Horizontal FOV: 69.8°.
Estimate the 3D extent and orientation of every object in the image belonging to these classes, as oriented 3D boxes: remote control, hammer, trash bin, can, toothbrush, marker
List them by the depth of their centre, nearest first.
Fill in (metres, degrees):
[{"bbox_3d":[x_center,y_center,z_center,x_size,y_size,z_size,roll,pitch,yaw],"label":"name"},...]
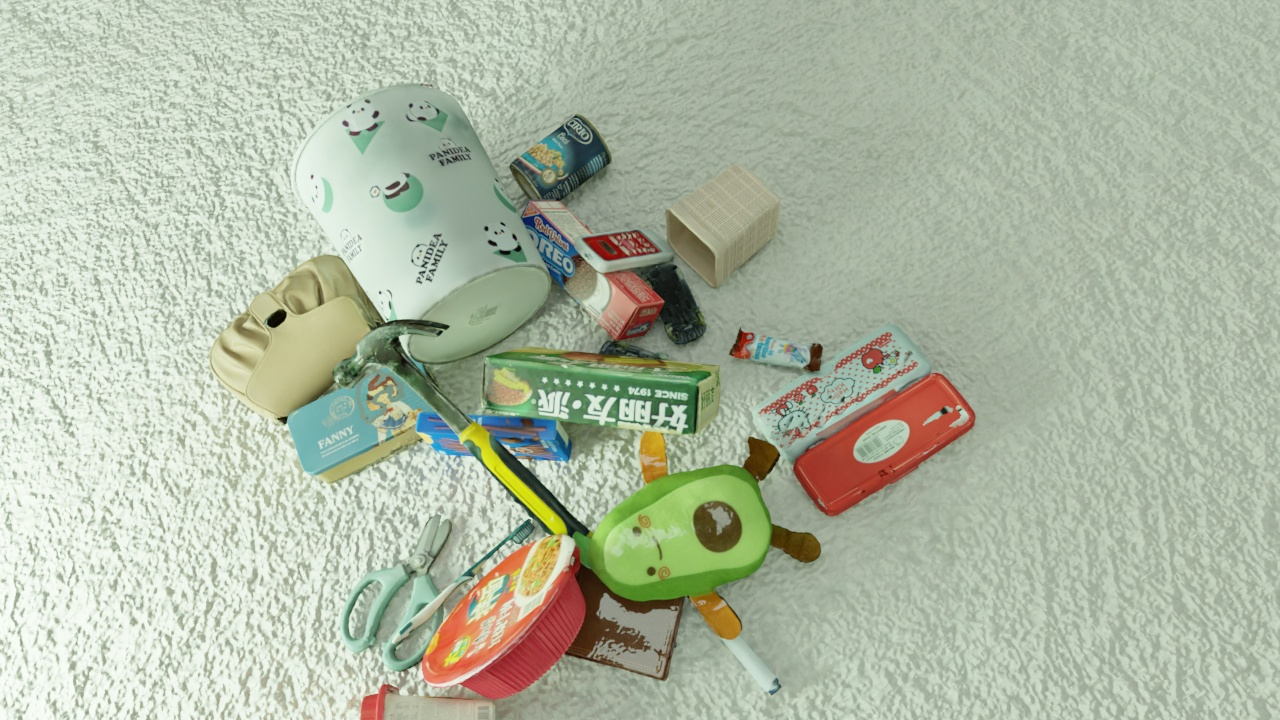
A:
[{"bbox_3d":[0.096,0.286,0.941,0.022,0.018,0.130,-36,67,-19],"label":"marker"},{"bbox_3d":[-0.167,0.086,0.962,0.126,0.031,0.323,-40,100,21],"label":"hammer"},{"bbox_3d":[-0.188,0.238,0.986,0.191,0.016,0.018,-41,80,-19],"label":"toothbrush"},{"bbox_3d":[-0.244,-0.147,1.064,0.229,0.230,0.252,-30,72,-7],"label":"trash bin"},{"bbox_3d":[-0.017,-0.132,1.086,0.056,0.020,0.135,45,36,24],"label":"remote control"},{"bbox_3d":[-0.102,-0.249,1.161,0.111,0.075,0.075,-39,68,-9],"label":"can"}]

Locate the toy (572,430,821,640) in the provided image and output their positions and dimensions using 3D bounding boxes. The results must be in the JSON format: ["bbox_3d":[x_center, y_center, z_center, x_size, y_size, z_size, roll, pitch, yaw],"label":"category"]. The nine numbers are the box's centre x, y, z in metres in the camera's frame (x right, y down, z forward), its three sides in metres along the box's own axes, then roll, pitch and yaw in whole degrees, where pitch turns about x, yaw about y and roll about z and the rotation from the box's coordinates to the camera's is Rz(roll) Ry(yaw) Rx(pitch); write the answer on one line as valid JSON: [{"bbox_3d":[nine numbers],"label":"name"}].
[{"bbox_3d":[0.057,0.174,0.941,0.246,0.090,0.227,-19,73,-14],"label":"toy"}]

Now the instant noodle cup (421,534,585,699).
[{"bbox_3d":[-0.122,0.263,0.910,0.193,0.194,0.066,-42,104,-11],"label":"instant noodle cup"}]

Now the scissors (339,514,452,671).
[{"bbox_3d":[-0.241,0.251,0.998,0.139,0.019,0.179,29,72,18],"label":"scissors"}]

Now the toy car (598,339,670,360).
[{"bbox_3d":[-0.006,0.006,1.063,0.091,0.034,0.042,16,67,15],"label":"toy car"}]

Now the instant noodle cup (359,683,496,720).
[{"bbox_3d":[-0.204,0.377,0.894,0.124,0.116,0.116,-1,67,-6],"label":"instant noodle cup"}]

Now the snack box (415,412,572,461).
[{"bbox_3d":[-0.161,0.086,1.021,0.157,0.084,0.026,2,68,8],"label":"snack box"}]

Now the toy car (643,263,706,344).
[{"bbox_3d":[0.041,-0.067,1.090,0.049,0.031,0.105,-21,68,-6],"label":"toy car"}]

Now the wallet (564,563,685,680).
[{"bbox_3d":[-0.020,0.268,0.958,0.124,0.032,0.101,11,66,11],"label":"wallet"}]

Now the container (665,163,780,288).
[{"bbox_3d":[0.101,-0.164,1.095,0.110,0.090,0.090,-39,68,-13],"label":"container"}]

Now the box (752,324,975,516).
[{"bbox_3d":[0.243,0.060,1.009,0.201,0.038,0.157,-32,67,-6],"label":"box"}]

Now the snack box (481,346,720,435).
[{"bbox_3d":[-0.040,0.031,0.991,0.240,0.114,0.063,6,98,16],"label":"snack box"}]

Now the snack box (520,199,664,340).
[{"bbox_3d":[-0.065,-0.111,1.094,0.207,0.058,0.057,46,123,23],"label":"snack box"}]

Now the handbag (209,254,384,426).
[{"bbox_3d":[-0.406,-0.028,1.091,0.204,0.100,0.148,-45,65,-8],"label":"handbag"}]

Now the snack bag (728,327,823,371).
[{"bbox_3d":[0.156,-0.011,1.054,0.105,0.026,0.045,11,46,12],"label":"snack bag"}]

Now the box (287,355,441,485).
[{"bbox_3d":[-0.317,0.072,1.061,0.184,0.060,0.089,-28,66,-7],"label":"box"}]
